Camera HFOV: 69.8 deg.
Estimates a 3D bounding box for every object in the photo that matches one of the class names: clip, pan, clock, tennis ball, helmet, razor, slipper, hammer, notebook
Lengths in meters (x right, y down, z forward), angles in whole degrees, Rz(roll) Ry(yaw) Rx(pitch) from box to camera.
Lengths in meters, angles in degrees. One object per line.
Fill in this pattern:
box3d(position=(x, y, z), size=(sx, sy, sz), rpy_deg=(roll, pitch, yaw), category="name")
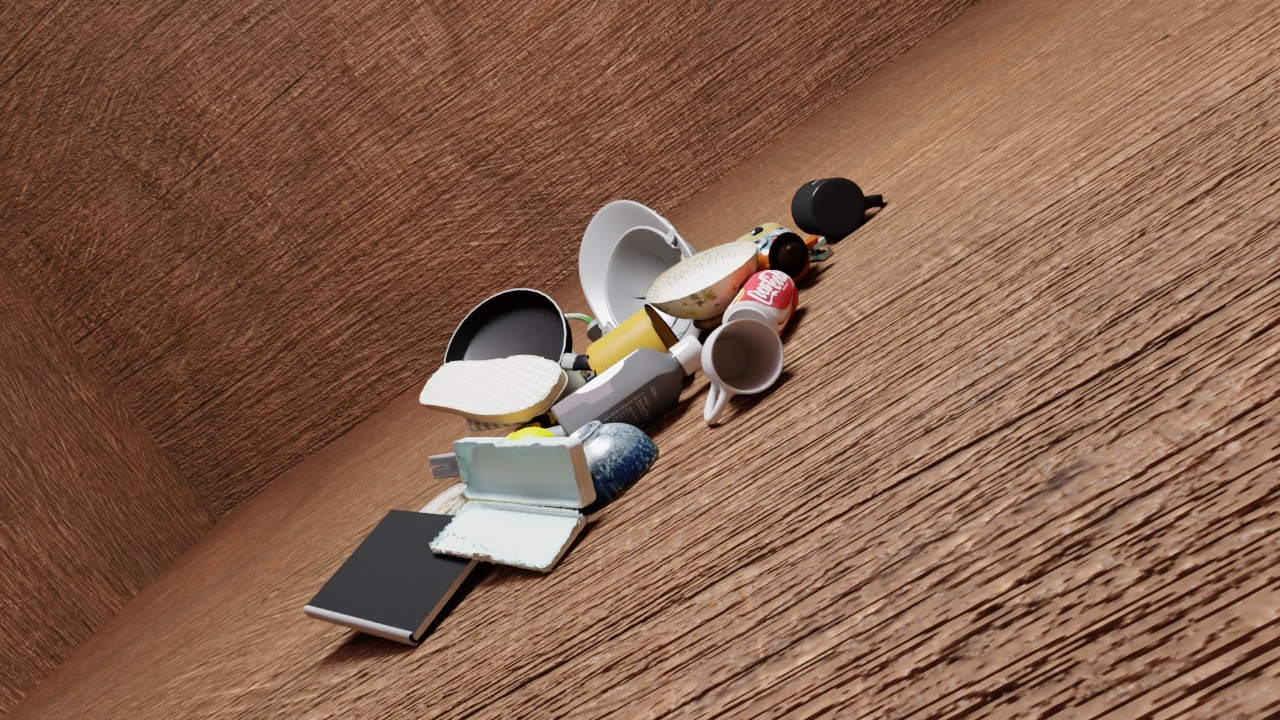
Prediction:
box3d(position=(0.227, -0.146, 1.216), size=(0.023, 0.042, 0.076), rpy_deg=(-36, 13, -11), category="clip")
box3d(position=(-0.125, 0.002, 1.289), size=(0.356, 0.044, 0.203), rpy_deg=(7, 69, 30), category="pan")
box3d(position=(-0.215, 0.176, 1.088), size=(0.156, 0.061, 0.104), rpy_deg=(-43, 15, -27), category="clock")
box3d(position=(-0.112, 0.103, 0.963), size=(0.065, 0.065, 0.065), rpy_deg=(-34, 12, 8), category="tennis ball")
box3d(position=(0.032, -0.103, 1.278), size=(0.117, 0.271, 0.184), rpy_deg=(5, -50, -46), category="helmet")
box3d(position=(-0.041, 0.004, 1.298), size=(0.047, 0.088, 0.116), rpy_deg=(-32, 31, 30), category="razor")
box3d(position=(-0.201, 0.043, 1.235), size=(0.273, 0.054, 0.114), rpy_deg=(0, 44, 41), category="slipper")
box3d(position=(-0.152, 0.096, 1.175), size=(0.170, 0.034, 0.324), rpy_deg=(-13, 4, 6), category="hammer")
box3d(position=(-0.250, 0.220, 0.962), size=(0.207, 0.016, 0.148), rpy_deg=(-4, 37, 43), category="notebook")

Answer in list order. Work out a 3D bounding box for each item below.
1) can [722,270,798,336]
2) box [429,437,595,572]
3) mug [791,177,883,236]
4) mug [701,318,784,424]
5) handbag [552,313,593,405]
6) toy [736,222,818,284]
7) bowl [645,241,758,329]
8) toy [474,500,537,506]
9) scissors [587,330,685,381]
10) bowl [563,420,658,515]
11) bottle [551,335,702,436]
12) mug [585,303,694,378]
box3d(position=(0.136, -0.057, 1.020), size=(0.064, 0.064, 0.104), rpy_deg=(-27, 14, 35), category="can")
box3d(position=(-0.132, 0.135, 0.895), size=(0.198, 0.074, 0.126), rpy_deg=(-6, 51, 46), category="box")
box3d(position=(0.274, -0.213, 1.259), size=(0.113, 0.078, 0.088), rpy_deg=(-10, 10, -6), category="mug")
box3d(position=(0.087, 0.014, 0.903), size=(0.107, 0.071, 0.089), rpy_deg=(-64, 6, -5), category="mug")
box3d(position=(-0.137, -0.016, 1.415), size=(0.176, 0.151, 0.073), rpy_deg=(-27, 14, 32), category="handbag")
box3d(position=(0.164, -0.126, 1.180), size=(0.112, 0.096, 0.176), rpy_deg=(-31, 21, -16), category="toy")
box3d(position=(0.084, -0.083, 1.105), size=(0.145, 0.063, 0.145), rpy_deg=(-25, 20, 9), category="bowl")
box3d(position=(-0.137, 0.147, 1.026), size=(0.118, 0.043, 0.092), rpy_deg=(-22, 14, 41), category="toy")
box3d(position=(-0.008, 0.014, 1.182), size=(0.125, 0.019, 0.155), rpy_deg=(16, 74, 34), category="scissors")
box3d(position=(-0.045, 0.098, 0.923), size=(0.114, 0.061, 0.114), rpy_deg=(-35, 12, 8), category="bowl")
box3d(position=(-0.005, 0.035, 1.000), size=(0.174, 0.046, 0.084), rpy_deg=(-35, -31, -4), category="bottle")
box3d(position=(0.003, 0.004, 1.107), size=(0.094, 0.100, 0.123), rpy_deg=(-35, -29, 12), category="mug")
